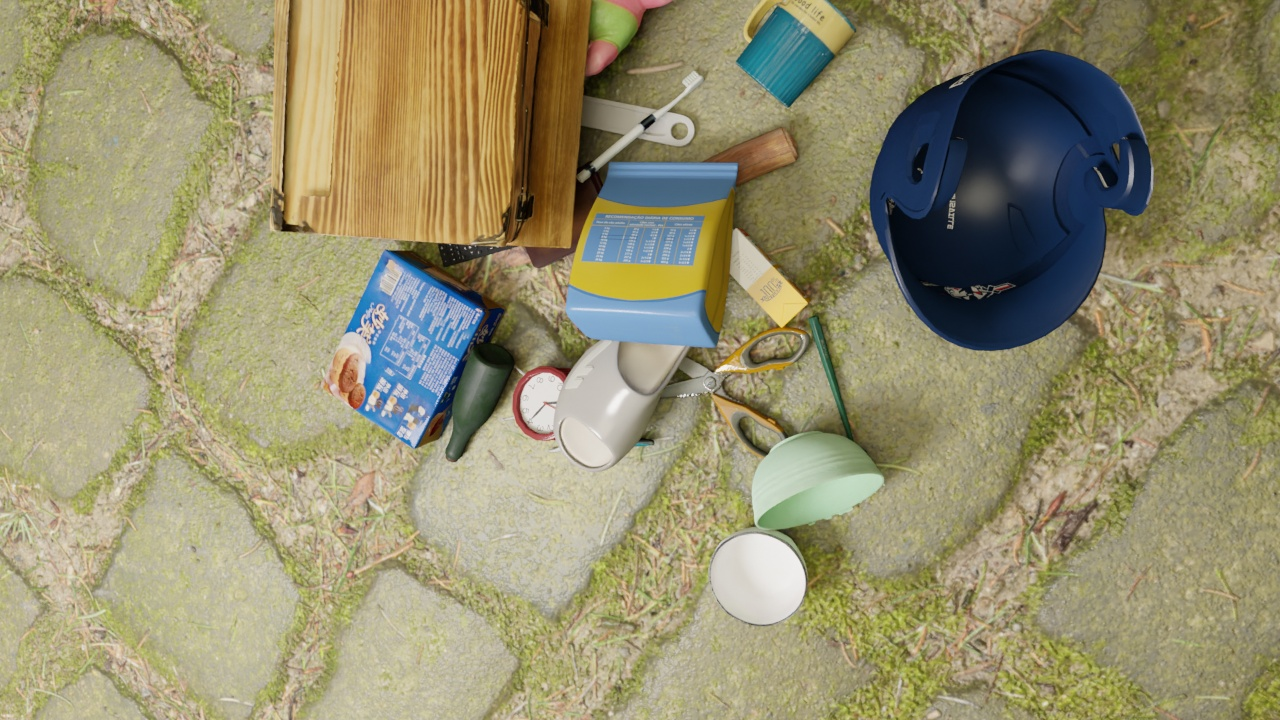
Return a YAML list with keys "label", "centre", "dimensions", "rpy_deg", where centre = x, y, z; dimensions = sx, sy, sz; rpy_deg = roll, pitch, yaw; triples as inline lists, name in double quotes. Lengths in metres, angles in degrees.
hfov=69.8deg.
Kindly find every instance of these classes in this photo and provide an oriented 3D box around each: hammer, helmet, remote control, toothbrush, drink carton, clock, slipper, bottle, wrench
- label: "hammer"
  centre: [0.043, -0.184, 1.069]
  dimensions: [0.301, 0.037, 0.158]
  rpy_deg: [-24, 91, 17]
- label: "helmet"
  centre: [0.337, -0.145, 0.900]
  dimensions: [0.232, 0.223, 0.272]
  rpy_deg: [-2, 88, -9]
- label: "remote control"
  centre: [-0.188, -0.149, 1.149]
  dimensions: [0.140, 0.009, 0.030]
  rpy_deg: [-13, 94, 16]
- label: "toothbrush"
  centre: [-0.002, -0.269, 1.055]
  dimensions: [0.187, 0.012, 0.017]
  rpy_deg: [-40, 71, -1]
- label: "drink carton"
  centre: [0.136, -0.097, 1.045]
  dimensions: [0.040, 0.058, 0.122]
  rpy_deg: [-44, 85, 16]
- label: "clock"
  centre: [-0.098, 0.055, 1.120]
  dimensions: [0.138, 0.048, 0.096]
  rpy_deg: [14, 92, 26]
- label: "slipper"
  centre: [-0.006, 0.006, 1.049]
  dimensions: [0.113, 0.081, 0.265]
  rpy_deg: [36, 85, -2]
- label: "bottle"
  centre: [-0.212, 0.060, 1.157]
  dimensions: [0.055, 0.055, 0.175]
  rpy_deg: [32, 120, 8]
- label: "wrench"
  centre: [-0.065, -0.308, 1.091]
  dimensions: [0.273, 0.018, 0.087]
  rpy_deg: [14, 99, 11]
- label: "toothbrush"
  centre: [0.231, 0.038, 1.061]
  dimensions: [0.017, 0.016, 0.190]
  rpy_deg: [-18, 93, 19]

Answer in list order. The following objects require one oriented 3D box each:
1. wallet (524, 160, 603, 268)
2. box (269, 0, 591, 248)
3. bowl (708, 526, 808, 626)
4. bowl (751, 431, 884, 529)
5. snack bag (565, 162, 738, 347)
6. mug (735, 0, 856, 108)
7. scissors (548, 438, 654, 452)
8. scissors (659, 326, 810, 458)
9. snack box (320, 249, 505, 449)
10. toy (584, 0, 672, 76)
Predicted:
- label: "wallet"
  centre: [-0.089, -0.168, 1.078]
  dimensions: [0.116, 0.018, 0.091]
  rpy_deg: [-24, 91, 15]
- label: "box"
  centre: [-0.226, -0.261, 0.927]
  dimensions: [0.284, 0.322, 0.279]
  rpy_deg: [14, 102, 41]
- label: "bowl"
  centre: [0.142, 0.249, 1.088]
  dimensions: [0.116, 0.065, 0.116]
  rpy_deg: [2, 98, 14]
- label: "bowl"
  centre: [0.189, 0.128, 1.030]
  dimensions: [0.151, 0.151, 0.077]
  rpy_deg: [-26, 63, 16]
- label: "snack bag"
  centre: [0.019, -0.126, 1.003]
  dimensions: [0.159, 0.102, 0.205]
  rpy_deg: [5, 73, 19]
- label: "mug"
  centre: [0.158, -0.350, 1.001]
  dimensions: [0.107, 0.083, 0.113]
  rpy_deg: [-50, 55, 18]
- label: "scissors"
  centre: [-0.046, 0.082, 1.139]
  dimensions: [0.124, 0.019, 0.154]
  rpy_deg: [43, 108, 8]
- label: "scissors"
  centre: [0.105, 0.040, 1.094]
  dimensions: [0.226, 0.016, 0.216]
  rpy_deg: [-17, 94, 20]
- label: "snack box"
  centre: [-0.289, -0.016, 1.163]
  dimensions: [0.155, 0.069, 0.203]
  rpy_deg: [31, 104, 9]
- label: "toy"
  centre: [-0.049, -0.431, 1.034]
  dimensions: [0.192, 0.096, 0.236]
  rpy_deg: [15, 91, 26]
